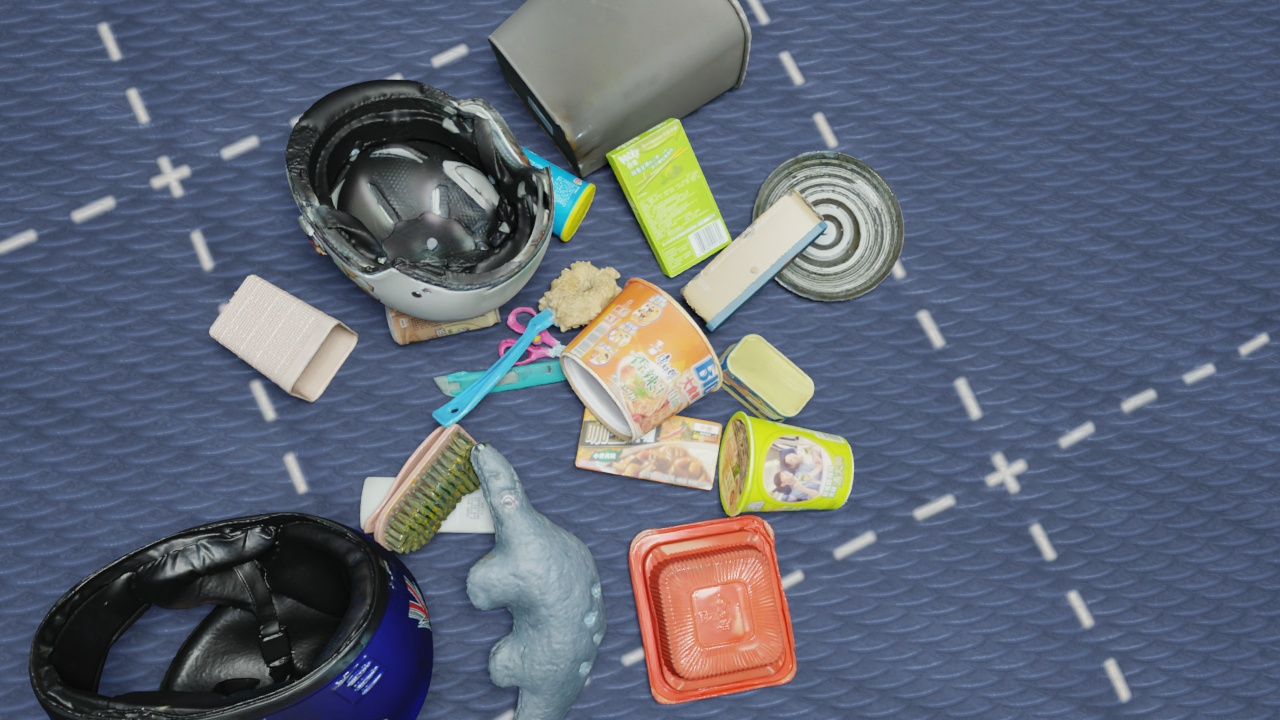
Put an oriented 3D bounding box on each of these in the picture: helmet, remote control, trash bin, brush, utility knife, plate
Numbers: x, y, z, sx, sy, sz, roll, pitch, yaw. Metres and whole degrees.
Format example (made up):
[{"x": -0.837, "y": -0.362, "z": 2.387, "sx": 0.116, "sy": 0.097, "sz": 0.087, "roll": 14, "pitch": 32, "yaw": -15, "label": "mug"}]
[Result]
[{"x": -0.353, "y": 0.290, "z": 0.854, "sx": 0.315, "sy": 0.241, "sz": 0.247, "roll": -9, "pitch": 45, "yaw": -12, "label": "helmet"}, {"x": -0.225, "y": 0.157, "z": 0.993, "sx": 0.150, "sy": 0.021, "sz": 0.058, "roll": 3, "pitch": 74, "yaw": -4, "label": "remote control"}, {"x": -0.026, "y": -0.334, "z": 0.997, "sx": 0.220, "sy": 0.198, "sz": 0.199, "roll": -38, "pitch": 85, "yaw": -1, "label": "trash bin"}, {"x": -0.121, "y": -0.019, "z": 0.989, "sx": 0.083, "sy": 0.046, "sz": 0.254, "roll": 36, "pitch": 70, "yaw": 31, "label": "brush"}, {"x": -0.137, "y": 0.017, "z": 1.017, "sx": 0.182, "sy": 0.013, "sz": 0.029, "roll": -9, "pitch": 106, "yaw": -2, "label": "utility knife"}, {"x": 0.216, "y": -0.155, "z": 1.066, "sx": 0.179, "sy": 0.024, "sz": 0.179, "roll": 0, "pitch": 84, "yaw": -4, "label": "plate"}, {"x": -0.226, "y": 0.135, "z": 0.958, "sx": 0.073, "sy": 0.063, "sz": 0.145, "roll": 27, "pitch": 71, "yaw": 35, "label": "brush"}, {"x": -0.215, "y": -0.142, "z": 0.927, "sx": 0.274, "sy": 0.157, "sz": 0.229, "roll": 37, "pitch": 61, "yaw": 17, "label": "helmet"}]

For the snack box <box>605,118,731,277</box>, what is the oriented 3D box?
[{"x": 0.034, "y": -0.179, "z": 1.019, "sx": 0.085, "sy": 0.026, "sz": 0.156, "roll": -31, "pitch": 115, "yaw": -7, "label": "snack box"}]

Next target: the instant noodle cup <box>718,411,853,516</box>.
[{"x": 0.159, "y": 0.117, "z": 0.989, "sx": 0.123, "sy": 0.112, "sz": 0.111, "roll": 7, "pitch": 82, "yaw": -11, "label": "instant noodle cup"}]

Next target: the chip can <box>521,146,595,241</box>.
[{"x": -0.158, "y": -0.214, "z": 1.024, "sx": 0.210, "sy": 0.071, "sz": 0.071, "roll": 29, "pitch": 81, "yaw": 1, "label": "chip can"}]

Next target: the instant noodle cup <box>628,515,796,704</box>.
[{"x": 0.080, "y": 0.263, "z": 0.973, "sx": 0.164, "sy": 0.079, "sz": 0.188, "roll": -10, "pitch": 81, "yaw": -7, "label": "instant noodle cup"}]

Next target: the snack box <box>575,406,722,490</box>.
[{"x": 0.009, "y": 0.094, "z": 1.016, "sx": 0.154, "sy": 0.026, "sz": 0.075, "roll": 10, "pitch": 81, "yaw": -2, "label": "snack box"}]

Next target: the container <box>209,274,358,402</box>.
[{"x": -0.380, "y": -0.026, "z": 0.976, "sx": 0.111, "sy": 0.090, "sz": 0.090, "roll": 32, "pitch": 81, "yaw": 4, "label": "container"}]

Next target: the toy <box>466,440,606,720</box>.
[{"x": -0.106, "y": 0.254, "z": 0.947, "sx": 0.137, "sy": 0.091, "sz": 0.356, "roll": -8, "pitch": 96, "yaw": -11, "label": "toy"}]

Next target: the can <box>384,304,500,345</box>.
[{"x": -0.215, "y": -0.056, "z": 1.004, "sx": 0.116, "sy": 0.058, "sz": 0.058, "roll": -12, "pitch": 83, "yaw": -5, "label": "can"}]

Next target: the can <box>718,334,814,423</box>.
[{"x": 0.135, "y": 0.021, "z": 1.006, "sx": 0.102, "sy": 0.083, "sz": 0.057, "roll": 40, "pitch": 81, "yaw": 2, "label": "can"}]

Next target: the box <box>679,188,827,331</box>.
[{"x": 0.118, "y": -0.103, "z": 1.004, "sx": 0.184, "sy": 0.089, "sz": 0.061, "roll": -45, "pitch": 85, "yaw": 10, "label": "box"}]

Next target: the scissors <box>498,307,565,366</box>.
[{"x": -0.095, "y": -0.003, "z": 1.029, "sx": 0.137, "sy": 0.017, "sz": 0.073, "roll": 28, "pitch": 84, "yaw": -4, "label": "scissors"}]

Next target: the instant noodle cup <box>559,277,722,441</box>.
[{"x": -0.006, "y": 0.006, "z": 0.957, "sx": 0.111, "sy": 0.151, "sz": 0.151, "roll": -40, "pitch": 87, "yaw": -17, "label": "instant noodle cup"}]
